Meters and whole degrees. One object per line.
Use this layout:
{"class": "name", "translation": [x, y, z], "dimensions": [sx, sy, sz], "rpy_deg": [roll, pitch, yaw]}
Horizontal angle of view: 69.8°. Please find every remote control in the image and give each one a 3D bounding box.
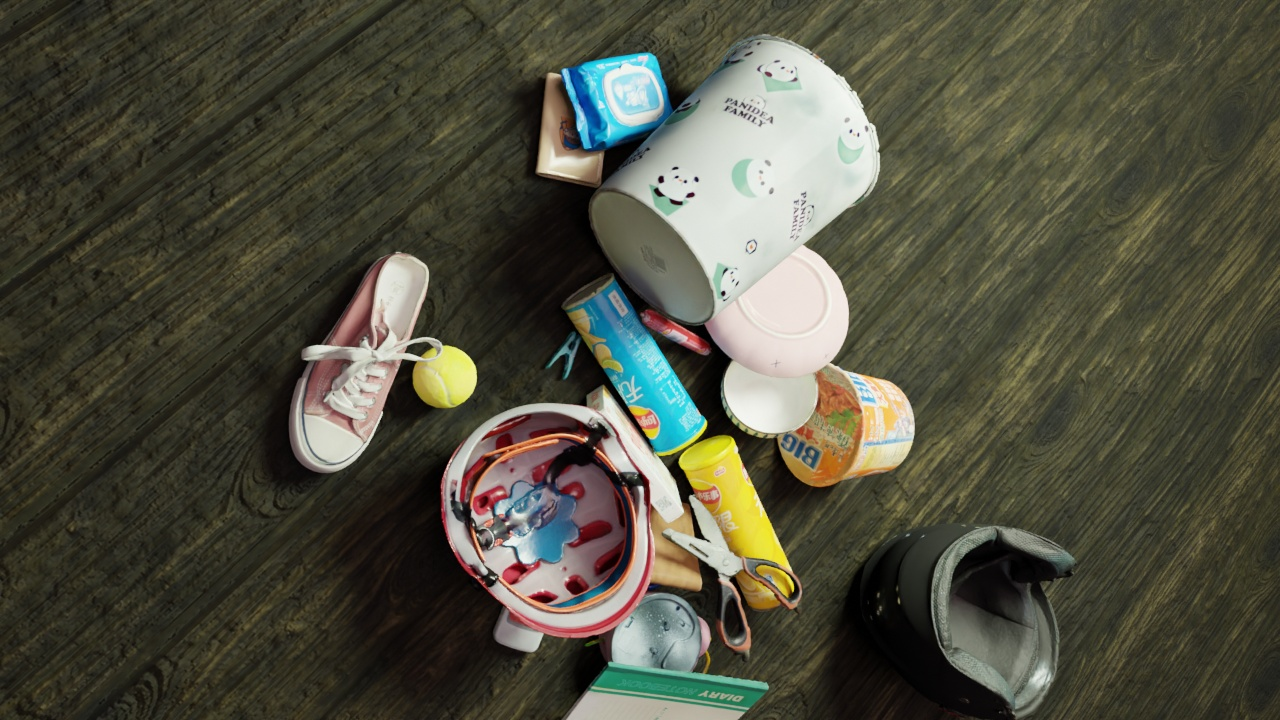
{"class": "remote control", "translation": [-0.118, 0.258, 1.033], "dimensions": [0.056, 0.020, 0.136], "rpy_deg": [27, 79, -24]}

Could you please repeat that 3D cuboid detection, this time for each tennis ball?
{"class": "tennis ball", "translation": [-0.205, 0.018, 0.962], "dimensions": [0.065, 0.066, 0.065], "rpy_deg": [0, 91, -26]}

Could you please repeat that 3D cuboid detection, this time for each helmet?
{"class": "helmet", "translation": [0.420, 0.331, 1.181], "dimensions": [0.275, 0.231, 0.233], "rpy_deg": [48, 64, -27]}
{"class": "helmet", "translation": [-0.100, 0.166, 0.965], "dimensions": [0.206, 0.144, 0.240], "rpy_deg": [-27, 91, -21]}

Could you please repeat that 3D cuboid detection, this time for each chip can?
{"class": "chip can", "translation": [0.120, 0.199, 1.120], "dimensions": [0.072, 0.072, 0.213], "rpy_deg": [-30, 104, -22]}
{"class": "chip can", "translation": [-0.006, 0.006, 1.055], "dimensions": [0.071, 0.071, 0.210], "rpy_deg": [-38, 106, -20]}

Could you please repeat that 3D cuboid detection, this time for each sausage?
{"class": "sausage", "translation": [0.043, -0.031, 1.075], "dimensions": [0.155, 0.020, 0.020], "rpy_deg": [26, 78, -53]}

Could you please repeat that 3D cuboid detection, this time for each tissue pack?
{"class": "tissue pack", "translation": [-0.018, -0.295, 1.037], "dimensions": [0.156, 0.052, 0.095], "rpy_deg": [-26, 100, -40]}

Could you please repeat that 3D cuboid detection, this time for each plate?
{"class": "plate", "translation": [0.167, -0.074, 1.109], "dimensions": [0.192, 0.039, 0.192], "rpy_deg": [5, 65, -11]}

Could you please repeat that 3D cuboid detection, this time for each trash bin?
{"class": "trash bin", "translation": [0.093, -0.188, 1.011], "dimensions": [0.251, 0.230, 0.229], "rpy_deg": [-43, 108, -19]}

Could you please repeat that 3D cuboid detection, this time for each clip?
{"class": "clip", "translation": [-0.085, -0.008, 1.049], "dimensions": [0.037, 0.013, 0.055], "rpy_deg": [34, 78, -23]}

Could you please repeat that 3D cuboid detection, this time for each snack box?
{"class": "snack box", "translation": [-0.007, 0.106, 1.048], "dimensions": [0.027, 0.084, 0.157], "rpy_deg": [-34, 107, 7]}

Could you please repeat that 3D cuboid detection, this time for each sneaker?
{"class": "sneaker", "translation": [-0.275, -0.001, 0.915], "dimensions": [0.118, 0.088, 0.240], "rpy_deg": [28, 78, -24]}

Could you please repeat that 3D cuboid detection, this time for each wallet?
{"class": "wallet", "translation": [0.020, 0.208, 1.068], "dimensions": [0.101, 0.020, 0.115], "rpy_deg": [16, 48, -27]}
{"class": "wallet", "translation": [-0.073, -0.260, 1.045], "dimensions": [0.087, 0.024, 0.115], "rpy_deg": [7, 85, -29]}

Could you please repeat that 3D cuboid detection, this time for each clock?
{"class": "clock", "translation": [0.021, 0.336, 1.080], "dimensions": [0.158, 0.060, 0.117], "rpy_deg": [40, 73, -19]}

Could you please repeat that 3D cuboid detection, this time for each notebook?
{"class": "notebook", "translation": [0.023, 0.401, 1.056], "dimensions": [0.209, 0.012, 0.151], "rpy_deg": [16, 126, -24]}

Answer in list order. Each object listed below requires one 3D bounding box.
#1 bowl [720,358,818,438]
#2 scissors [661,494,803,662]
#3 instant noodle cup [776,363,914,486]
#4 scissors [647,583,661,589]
{"class": "bowl", "translation": [0.153, 0.042, 1.125], "dimensions": [0.116, 0.066, 0.116], "rpy_deg": [1, 72, -4]}
{"class": "scissors", "translation": [0.109, 0.251, 1.063], "dimensions": [0.188, 0.015, 0.224], "rpy_deg": [-5, 97, -26]}
{"class": "instant noodle cup", "translation": [0.261, 0.081, 1.149], "dimensions": [0.111, 0.152, 0.151], "rpy_deg": [4, 89, -34]}
{"class": "scissors", "translation": [-0.038, 0.244, 1.038], "dimensions": [0.144, 0.012, 0.169], "rpy_deg": [33, 48, 4]}
